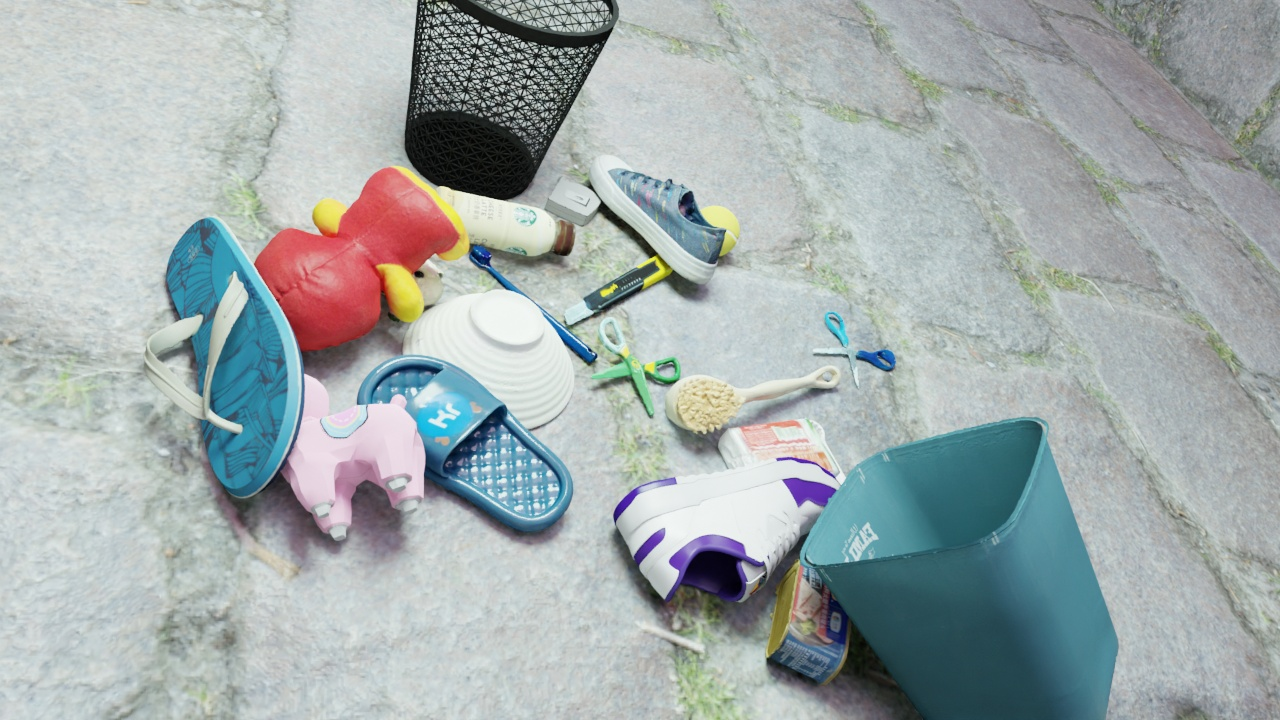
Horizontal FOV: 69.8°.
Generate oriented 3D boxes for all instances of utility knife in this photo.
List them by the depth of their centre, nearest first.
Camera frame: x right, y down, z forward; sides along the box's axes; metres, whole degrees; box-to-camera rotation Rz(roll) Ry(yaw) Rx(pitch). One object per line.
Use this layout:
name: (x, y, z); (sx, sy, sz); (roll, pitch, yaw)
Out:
utility knife: (-0.024, -0.083, 1.073); (0.029, 0.020, 0.202); (40, 44, 15)

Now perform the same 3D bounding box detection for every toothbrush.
toothbrush: (-0.118, -0.064, 1.002); (0.190, 0.017, 0.016); (41, 44, 13)

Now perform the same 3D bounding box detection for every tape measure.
tape measure: (-0.084, -0.201, 1.154); (0.062, 0.020, 0.060); (25, 42, -5)

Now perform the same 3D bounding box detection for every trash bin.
trash bin: (0.292, 0.200, 0.802); (0.196, 0.200, 0.218); (-41, 106, -47)
trash bin: (-0.169, -0.332, 1.067); (0.217, 0.244, 0.216); (15, 43, -15)

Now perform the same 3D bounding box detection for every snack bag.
snack bag: (0.145, 0.103, 0.969); (0.115, 0.036, 0.077); (-5, 52, -33)

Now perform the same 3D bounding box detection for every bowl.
bowl: (-0.140, -0.020, 0.908); (0.177, 0.071, 0.177); (15, 43, -15)

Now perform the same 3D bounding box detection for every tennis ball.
tennis ball: (0.095, -0.167, 1.185); (0.065, 0.065, 0.065); (15, 43, -15)

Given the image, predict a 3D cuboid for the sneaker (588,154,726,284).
sneaker: (0.027, -0.197, 1.149); (0.087, 0.079, 0.235); (-4, 45, -49)

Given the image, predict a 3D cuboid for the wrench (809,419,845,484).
wrench: (0.236, 0.173, 0.970); (0.047, 0.009, 0.273); (-2, 50, -30)

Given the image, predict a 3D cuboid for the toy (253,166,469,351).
toy: (-0.271, -0.093, 0.858); (0.147, 0.099, 0.215); (38, 63, 15)

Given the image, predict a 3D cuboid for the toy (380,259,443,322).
toy: (-0.241, -0.087, 0.939); (0.087, 0.050, 0.112); (34, 47, 6)

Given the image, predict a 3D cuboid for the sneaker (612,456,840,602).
sneaker: (0.102, 0.164, 0.848); (0.243, 0.092, 0.111); (-3, 51, -26)

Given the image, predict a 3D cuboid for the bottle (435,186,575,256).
bottle: (-0.155, -0.153, 1.040); (0.162, 0.057, 0.056); (10, 45, -21)

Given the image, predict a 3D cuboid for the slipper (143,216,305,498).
slipper: (-0.353, -0.022, 0.760); (0.294, 0.118, 0.060); (56, 12, 32)

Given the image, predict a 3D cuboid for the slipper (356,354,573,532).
slipper: (-0.149, 0.067, 0.813); (0.214, 0.059, 0.103); (36, 58, 1)

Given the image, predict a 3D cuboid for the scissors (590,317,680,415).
scissors: (-0.008, 0.003, 0.991); (0.125, 0.011, 0.131); (-12, 63, -43)

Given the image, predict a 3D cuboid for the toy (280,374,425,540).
toy: (-0.248, 0.064, 0.755); (0.123, 0.067, 0.157); (-21, 57, -12)

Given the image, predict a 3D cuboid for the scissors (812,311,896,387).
scissors: (0.274, -0.013, 1.172); (0.133, 0.014, 0.127); (17, 43, -16)

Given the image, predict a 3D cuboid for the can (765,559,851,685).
can: (0.153, 0.235, 0.831); (0.059, 0.054, 0.099); (26, 41, -1)

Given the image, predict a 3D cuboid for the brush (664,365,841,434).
brush: (0.138, 0.034, 1.020); (0.271, 0.062, 0.077); (-9, 16, -40)
